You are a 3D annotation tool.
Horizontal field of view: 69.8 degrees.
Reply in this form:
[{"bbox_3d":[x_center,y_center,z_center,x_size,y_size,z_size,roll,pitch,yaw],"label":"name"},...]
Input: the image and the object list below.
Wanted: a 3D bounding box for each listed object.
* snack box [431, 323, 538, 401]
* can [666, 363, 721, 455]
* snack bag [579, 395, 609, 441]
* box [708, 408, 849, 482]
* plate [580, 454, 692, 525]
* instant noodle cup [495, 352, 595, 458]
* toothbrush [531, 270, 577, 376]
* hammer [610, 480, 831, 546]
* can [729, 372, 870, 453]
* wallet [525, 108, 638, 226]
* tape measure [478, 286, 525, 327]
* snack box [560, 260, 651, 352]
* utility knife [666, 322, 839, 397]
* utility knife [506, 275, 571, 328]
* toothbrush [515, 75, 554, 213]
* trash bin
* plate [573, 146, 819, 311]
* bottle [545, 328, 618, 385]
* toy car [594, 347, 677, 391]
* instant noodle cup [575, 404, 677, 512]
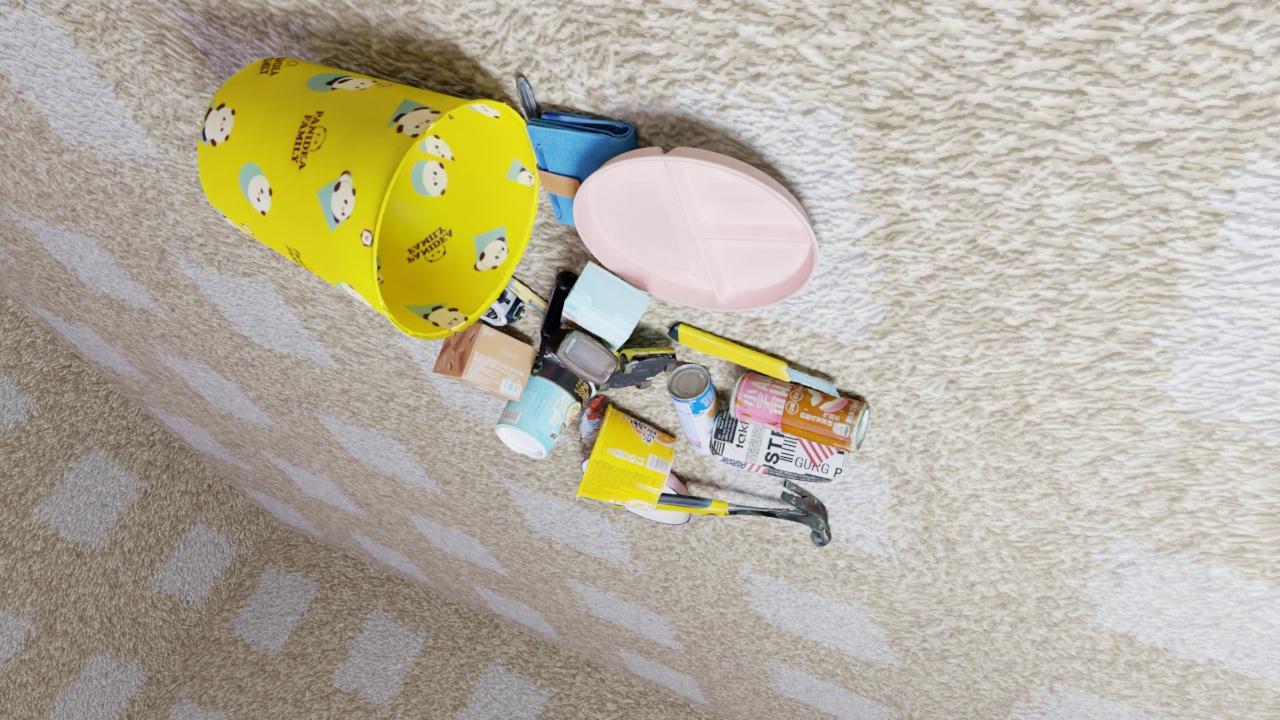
[{"bbox_3d":[-0.209,0.001,1.233,0.092,0.077,0.094,26,167,-36],"label":"snack box"},{"bbox_3d":[0.072,0.064,1.139,0.053,0.053,0.135,14,149,26],"label":"can"},{"bbox_3d":[-0.071,0.083,1.315,0.026,0.045,0.105,27,152,-1],"label":"snack bag"},{"bbox_3d":[0.164,0.106,1.106,0.163,0.076,0.088,10,175,2],"label":"box"},{"bbox_3d":[-0.001,0.192,1.440,0.192,0.039,0.193,22,152,12],"label":"plate"},{"bbox_3d":[-0.137,0.068,1.268,0.111,0.120,0.111,22,152,12],"label":"instant noodle cup"},{"bbox_3d":[-0.112,-0.038,1.136,0.026,0.027,0.213,18,145,-7],"label":"toothbrush"},{"bbox_3d":[0.106,0.209,1.321,0.324,0.031,0.126,2,141,23],"label":"hammer"},{"bbox_3d":[0.177,0.057,1.025,0.147,0.057,0.058,15,150,24],"label":"can"},{"bbox_3d":[-0.046,-0.173,0.867,0.106,0.040,0.133,13,149,19],"label":"wallet"},{"bbox_3d":[-0.190,-0.075,1.171,0.066,0.033,0.066,-6,140,45],"label":"tape measure"},{"bbox_3d":[-0.041,-0.054,0.992,0.074,0.051,0.175,31,173,-3],"label":"snack box"},{"bbox_3d":[0.124,-0.001,1.019,0.209,0.015,0.033,22,151,19],"label":"utility knife"},{"bbox_3d":[-0.105,-0.056,1.150,0.167,0.018,0.031,33,159,-17],"label":"utility knife"},{"bbox_3d":[-0.093,-0.200,0.889,0.016,0.018,0.181,20,150,23],"label":"toothbrush"},{"bbox_3d":[-0.267,-0.171,0.892,0.255,0.229,0.230,23,153,22],"label":"trash bin"},{"bbox_3d":[0.051,-0.118,0.842,0.229,0.028,0.230,13,154,6],"label":"plate"},{"bbox_3d":[-0.075,-0.007,1.083,0.080,0.044,0.195,34,176,-10],"label":"bottle"},{"bbox_3d":[-0.007,0.007,1.110,0.071,0.041,0.156,-3,167,-23],"label":"toy car"},{"bbox_3d":[-0.017,0.143,1.283,0.110,0.137,0.138,20,153,-2],"label":"instant noodle cup"}]
